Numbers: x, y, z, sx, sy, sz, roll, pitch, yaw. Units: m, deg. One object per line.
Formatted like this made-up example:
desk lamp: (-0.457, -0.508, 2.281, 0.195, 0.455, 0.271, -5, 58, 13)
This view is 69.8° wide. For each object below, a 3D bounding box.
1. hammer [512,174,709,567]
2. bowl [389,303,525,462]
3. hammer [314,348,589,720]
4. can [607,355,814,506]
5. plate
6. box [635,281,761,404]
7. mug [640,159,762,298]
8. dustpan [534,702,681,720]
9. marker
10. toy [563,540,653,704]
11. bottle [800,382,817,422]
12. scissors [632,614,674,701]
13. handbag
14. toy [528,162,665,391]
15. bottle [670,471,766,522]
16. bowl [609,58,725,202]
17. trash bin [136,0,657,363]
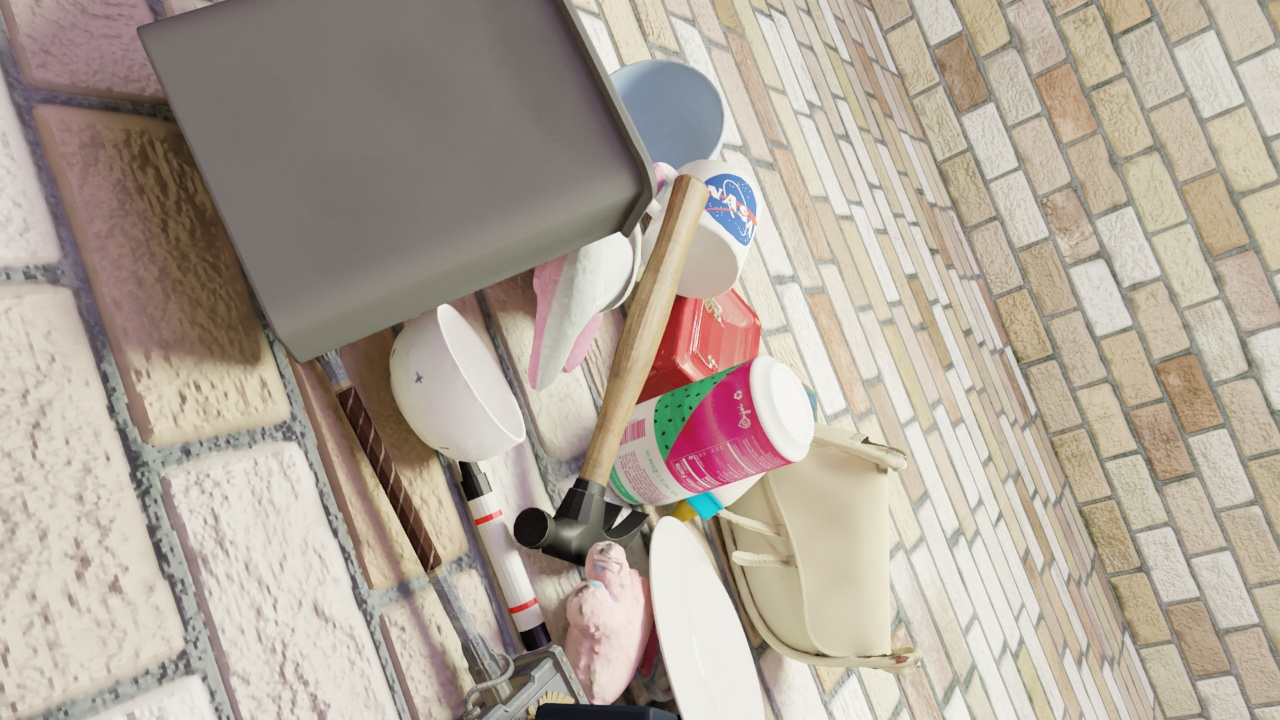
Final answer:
hammer: (-0.004, 0.004, 0.693, 0.132, 0.040, 0.305, 41, 65, -60)
bowl: (-0.124, 0.020, 0.597, 0.105, 0.054, 0.105, 61, 4, -7)
hammer: (-0.136, 0.104, 0.558, 0.322, 0.044, 0.098, 63, 30, -1)
can: (0.053, 0.061, 0.756, 0.088, 0.166, 0.088, 36, 42, -41)
plate: (0.064, 0.239, 0.732, 0.242, 0.016, 0.242, -21, 90, -77)
box: (0.054, -0.012, 0.887, 0.129, 0.087, 0.158, 46, 37, -32)
mug: (0.045, -0.128, 0.828, 0.121, 0.091, 0.089, 39, 48, -19)
dustpan: (-0.033, 0.318, 0.513, 0.273, 0.080, 0.235, 66, 25, -65)
marker: (-0.096, 0.125, 0.623, 0.019, 0.019, 0.145, -18, 86, -60)
toy: (-0.024, 0.180, 0.642, 0.108, 0.053, 0.105, -59, 149, -48)
bottle: (0.159, 0.099, 0.995, 0.068, 0.068, 0.156, 45, 37, -33)
scissors: (0.021, 0.200, 0.767, 0.076, 0.017, 0.173, 48, 31, -22)
handbag: (0.154, 0.170, 0.847, 0.131, 0.184, 0.229, 1, 85, -55)
toy: (-0.064, -0.084, 0.724, 0.128, 0.187, 0.265, 21, 16, -4)
bottle: (0.076, 0.099, 0.820, 0.051, 0.146, 0.051, 46, -7, 7)
bowl: (0.015, -0.220, 0.929, 0.075, 0.151, 0.150, 54, 23, -69)
trash bin: (-0.133, -0.129, 0.529, 0.219, 0.098, 0.192, -25, 85, -15)
